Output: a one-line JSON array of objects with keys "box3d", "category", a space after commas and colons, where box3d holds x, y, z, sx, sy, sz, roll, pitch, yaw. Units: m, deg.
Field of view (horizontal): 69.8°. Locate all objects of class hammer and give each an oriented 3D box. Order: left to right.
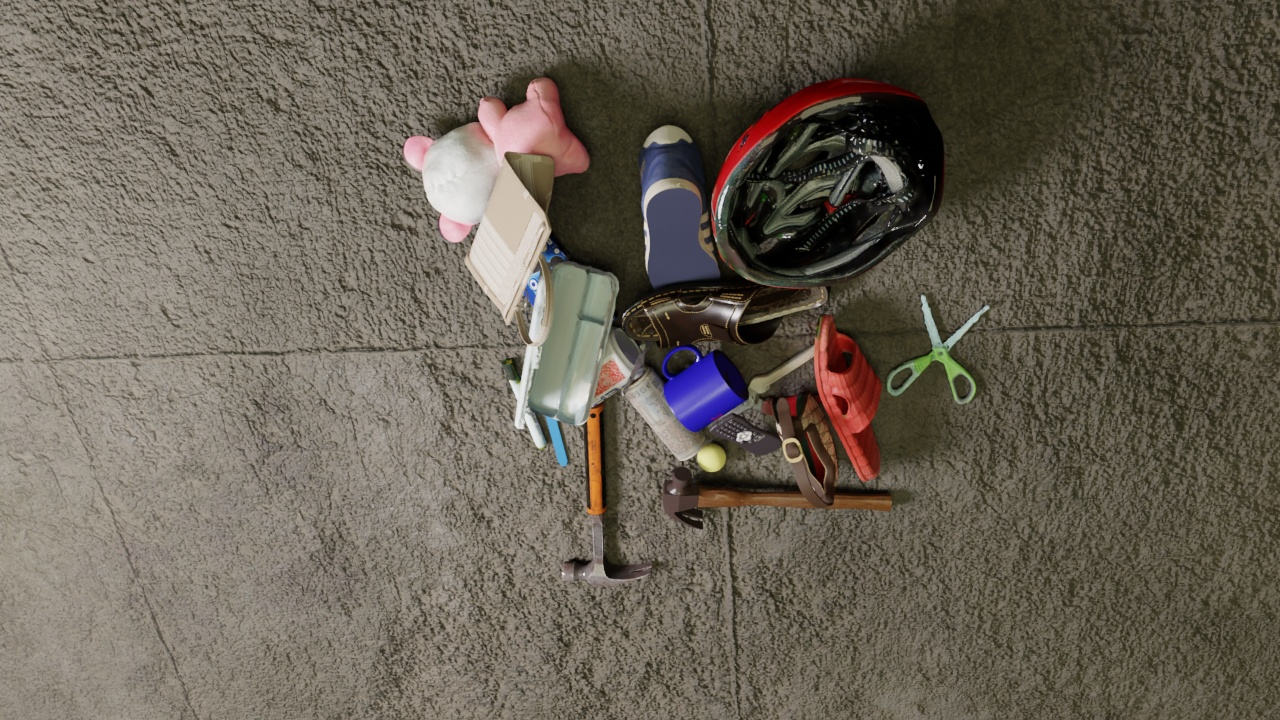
[{"box3d": [-0.052, 0.201, 1.347, 0.138, 0.034, 0.315, 2, 117, 6], "category": "hammer"}, {"box3d": [0.192, 0.198, 1.304, 0.323, 0.033, 0.115, 1, 137, 0], "category": "hammer"}]

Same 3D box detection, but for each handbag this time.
[{"box3d": [-0.135, -0.106, 1.057, 0.062, 0.197, 0.176, 0, 143, -28], "category": "handbag"}, {"box3d": [0.219, 0.119, 1.204, 0.063, 0.138, 0.166, -18, 133, 16], "category": "handbag"}]

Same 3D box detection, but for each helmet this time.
[{"box3d": [0.202, -0.200, 1.034, 0.272, 0.166, 0.217, -33, 120, 15], "category": "helmet"}]

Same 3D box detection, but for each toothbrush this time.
[{"box3d": [-0.128, 0.083, 1.307, 0.016, 0.014, 0.167, -7, 116, 10], "category": "toothbrush"}, {"box3d": [-0.007, 0.007, 1.160, 0.010, 0.181, 0.010, -24, 106, 21], "category": "toothbrush"}]

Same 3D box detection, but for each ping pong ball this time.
[{"box3d": [0.100, 0.137, 1.292, 0.040, 0.040, 0.040, 3, 117, 5], "category": "ping pong ball"}]

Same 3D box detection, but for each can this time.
[{"box3d": [-0.067, 0.019, 1.231, 0.136, 0.078, 0.078, -33, 108, 21], "category": "can"}, {"box3d": [0.032, 0.072, 1.260, 0.054, 0.054, 0.135, -32, 109, 20], "category": "can"}]

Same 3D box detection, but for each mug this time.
[{"box3d": [0.078, 0.028, 1.221, 0.084, 0.079, 0.111, -35, 95, 21], "category": "mug"}]

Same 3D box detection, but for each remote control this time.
[{"box3d": [0.147, 0.104, 1.254, 0.047, 0.009, 0.124, -36, 136, 27], "category": "remote control"}]

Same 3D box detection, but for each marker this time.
[{"box3d": [-0.163, 0.063, 1.301, 0.017, 0.017, 0.146, -13, 115, 13], "category": "marker"}]

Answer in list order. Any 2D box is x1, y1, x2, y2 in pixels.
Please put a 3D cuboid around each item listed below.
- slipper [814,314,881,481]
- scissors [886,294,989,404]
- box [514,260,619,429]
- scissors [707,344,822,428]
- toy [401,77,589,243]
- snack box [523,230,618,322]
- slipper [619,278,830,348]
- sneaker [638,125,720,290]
[{"box3d": [0.283, 0.051, 1.192, 0.059, 0.103, 0.249, -11, 118, 28], "category": "slipper"}, {"box3d": [0.386, -0.008, 1.197, 0.168, 0.023, 0.171, -19, 111, 22], "category": "scissors"}, {"box3d": [-0.114, -0.014, 1.136, 0.107, 0.124, 0.216, 17, 103, 20], "category": "box"}, {"box3d": [0.183, 0.042, 1.248, 0.187, 0.015, 0.180, 20, 119, -3], "category": "scissors"}, {"box3d": [-0.176, -0.242, 1.109, 0.213, 0.084, 0.142, -21, 112, 13], "category": "toy"}, {"box3d": [-0.107, -0.093, 1.208, 0.082, 0.027, 0.150, -33, 108, 20], "category": "snack box"}, {"box3d": [0.108, -0.056, 1.155, 0.268, 0.075, 0.113, -10, 146, 7], "category": "slipper"}, {"box3d": [0.041, -0.181, 1.128, 0.091, 0.118, 0.233, -10, 150, 7], "category": "sneaker"}]
